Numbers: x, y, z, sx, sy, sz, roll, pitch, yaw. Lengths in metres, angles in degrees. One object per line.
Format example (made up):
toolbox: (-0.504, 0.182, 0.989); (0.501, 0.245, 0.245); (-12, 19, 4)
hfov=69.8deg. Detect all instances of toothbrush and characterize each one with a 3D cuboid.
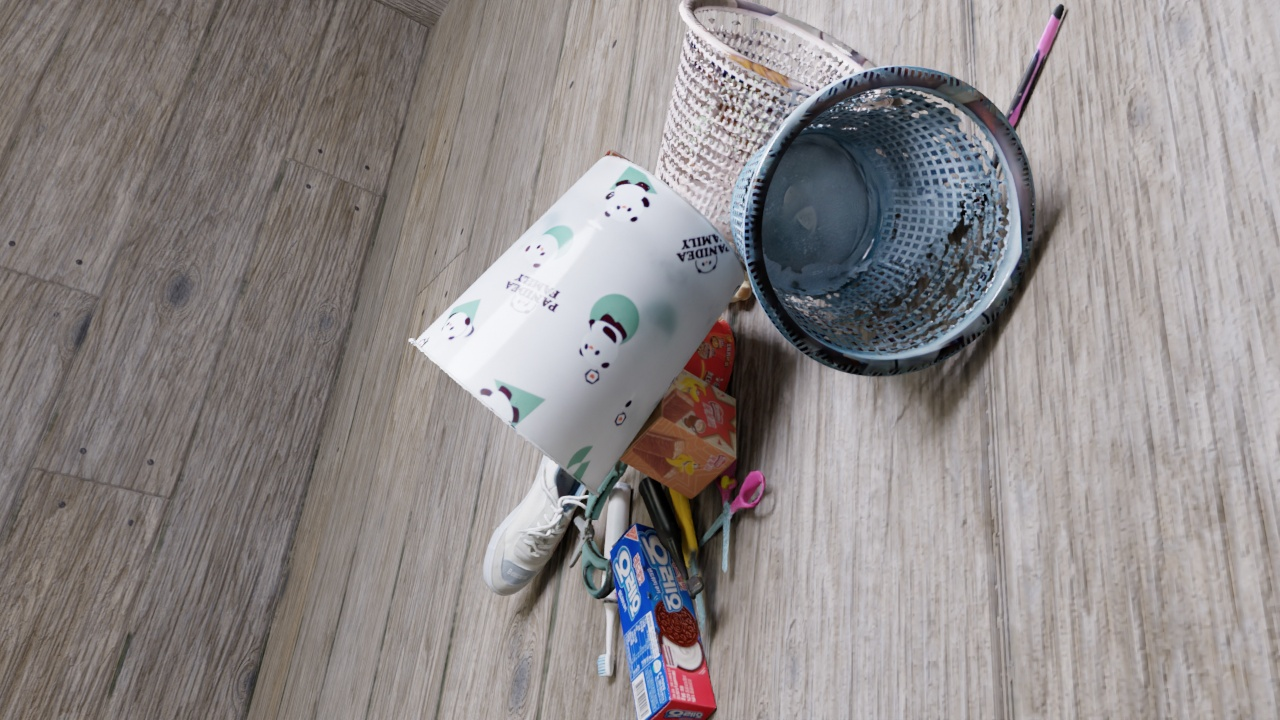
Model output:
toothbrush: (0.031, 0.178, 0.941); (0.027, 0.026, 0.212); (-39, 23, 4)
toothbrush: (-0.031, 0.246, 1.049); (0.026, 0.026, 0.220); (-13, 57, 29)
toothbrush: (0.307, -0.205, 0.759); (0.189, 0.014, 0.018); (-67, 18, 3)

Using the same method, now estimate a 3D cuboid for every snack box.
snack box: (0.017, 0.262, 0.918); (0.057, 0.058, 0.207); (-52, 33, 30)
snack box: (0.040, 0.070, 0.947); (0.077, 0.094, 0.092); (-48, 21, 33)

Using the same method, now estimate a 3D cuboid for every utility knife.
utility knife: (0.049, 0.180, 0.953); (0.230, 0.015, 0.033); (-99, 18, -47)

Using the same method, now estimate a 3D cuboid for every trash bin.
trash bin: (-0.050, -0.040, 0.872); (0.251, 0.229, 0.230); (-51, 27, -6)
trash bin: (0.114, -0.236, 0.943); (0.227, 0.227, 0.193); (-105, 31, -48)
trash bin: (0.170, -0.119, 0.760); (0.227, 0.226, 0.195); (-65, 14, 8)

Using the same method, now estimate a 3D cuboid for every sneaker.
sneaker: (-0.116, 0.203, 1.177); (0.091, 0.089, 0.242); (27, 90, 58)

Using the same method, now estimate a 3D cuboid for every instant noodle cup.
instant noodle cup: (0.023, -0.001, 1.031); (0.138, 0.108, 0.137); (-39, 40, 44)

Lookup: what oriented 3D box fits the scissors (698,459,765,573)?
scissors: (0.090, 0.144, 0.906); (0.136, 0.017, 0.133); (-46, 32, 52)

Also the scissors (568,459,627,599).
scissors: (-0.043, 0.189, 1.056); (0.175, 0.019, 0.170); (-66, 24, 16)

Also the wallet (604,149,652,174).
wallet: (-0.021, -0.212, 1.258); (0.032, 0.101, 0.124); (1, 72, 59)

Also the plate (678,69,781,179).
plate: (0.101, -0.257, 1.151); (0.231, 0.027, 0.229); (-41, 39, 44)

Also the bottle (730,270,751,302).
bottle: (0.082, -0.105, 1.051); (0.067, 0.066, 0.149); (-62, 36, 13)
